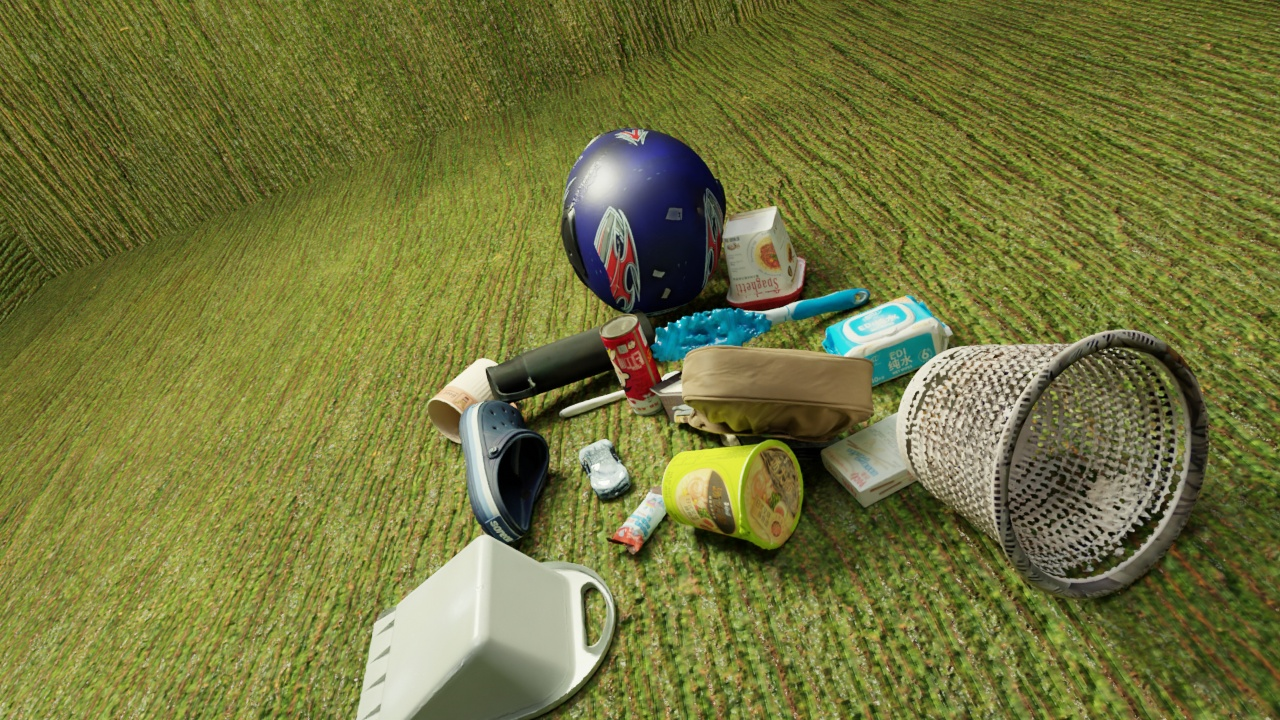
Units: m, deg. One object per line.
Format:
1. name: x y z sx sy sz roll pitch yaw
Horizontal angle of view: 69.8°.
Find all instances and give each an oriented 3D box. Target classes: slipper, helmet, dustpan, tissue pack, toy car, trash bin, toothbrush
1. slipper: -0.167 0.123 1.162 0.095 0.105 0.252 -26 32 7
2. helmet: 0.006 -0.183 1.390 0.247 0.316 0.240 -14 48 -12
3. dustpan: -0.160 0.306 0.962 0.258 0.142 0.222 -46 25 18
4. tissue pack: 0.304 -0.026 1.139 0.140 0.063 0.090 -21 30 1
5. toy car: -0.046 0.133 1.144 0.049 0.031 0.105 -26 31 -6
6. trash bin: 0.347 0.073 0.830 0.227 0.227 0.192 -30 19 -14
7. toothbrush: -0.028 0.050 1.282 0.180 0.016 0.016 -18 35 5

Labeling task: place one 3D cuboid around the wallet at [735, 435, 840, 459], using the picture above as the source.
1. wallet: 0.164 0.083 1.058 0.120 0.019 0.097 0 25 -15

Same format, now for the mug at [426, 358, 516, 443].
1. mug: -0.233 0.065 1.339 0.114 0.082 0.105 26 48 19

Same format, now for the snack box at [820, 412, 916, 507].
1. snack box: 0.285 0.094 0.995 0.156 0.027 0.084 -26 31 -7

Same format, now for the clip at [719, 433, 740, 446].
1. clip: 0.112 0.091 1.098 0.035 0.074 0.100 -19 29 5

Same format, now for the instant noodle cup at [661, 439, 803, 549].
1. instant noodle cup: 0.092 0.140 0.981 0.124 0.112 0.111 -4 34 43

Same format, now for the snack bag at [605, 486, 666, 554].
1. snack bag: 0.006 0.179 1.041 0.045 0.026 0.105 1 35 40

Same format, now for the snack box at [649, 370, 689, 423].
1. snack box: 0.089 0.032 1.167 0.113 0.053 0.126 -28 6 -18

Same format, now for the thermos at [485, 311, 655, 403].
1. thermos: -0.094 0.005 1.310 0.242 0.068 0.090 -21 32 -15

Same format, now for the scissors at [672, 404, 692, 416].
1. scissors: 0.151 0.050 1.076 0.234 0.022 0.139 -26 52 -33

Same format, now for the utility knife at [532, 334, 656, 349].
1. utility knife: -0.076 -0.023 1.432 0.220 0.013 0.029 -4 36 24

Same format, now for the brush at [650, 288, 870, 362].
1. brush: 0.167 -0.055 1.237 0.314 0.060 0.109 -12 4 2

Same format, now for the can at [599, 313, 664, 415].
1. can: -0.007 0.007 1.218 0.053 0.133 0.053 -16 31 10

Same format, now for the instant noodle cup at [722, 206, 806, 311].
1. instant noodle cup: 0.177 -0.153 1.364 0.116 0.124 0.116 -9 33 22

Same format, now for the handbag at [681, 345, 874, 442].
1. handbag: 0.144 0.040 0.992 0.204 0.099 0.148 5 -12 -4
